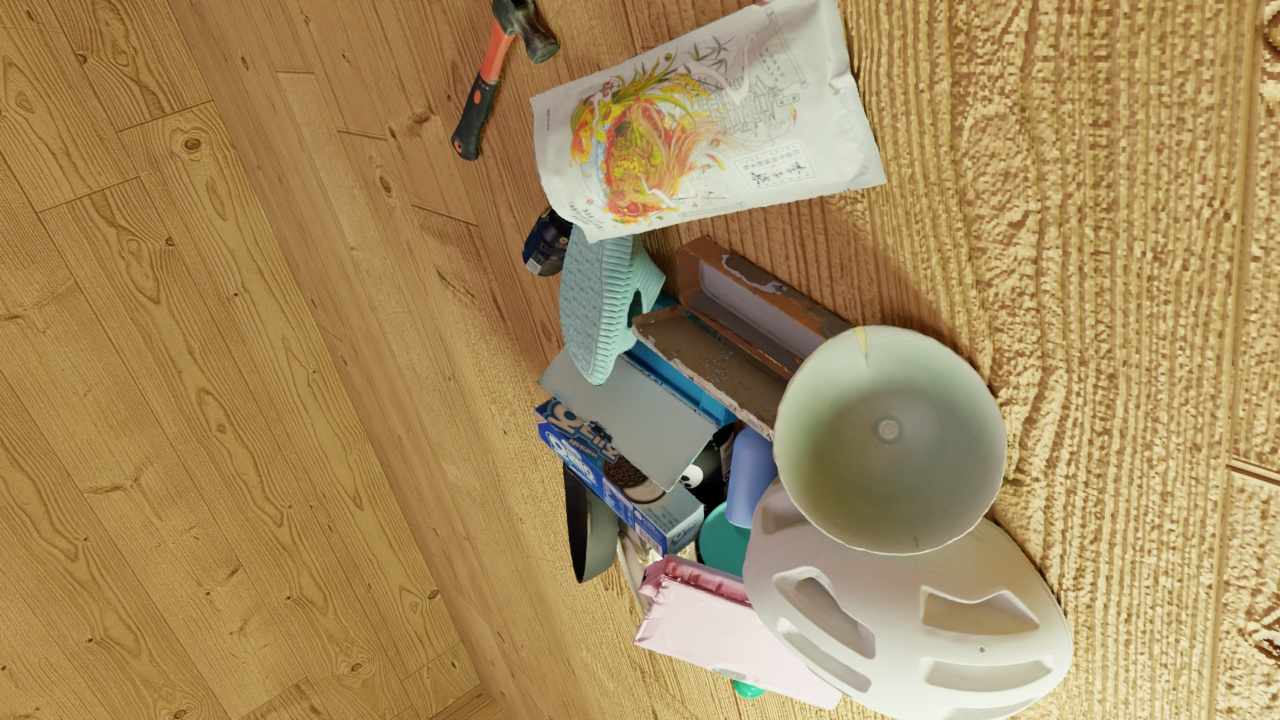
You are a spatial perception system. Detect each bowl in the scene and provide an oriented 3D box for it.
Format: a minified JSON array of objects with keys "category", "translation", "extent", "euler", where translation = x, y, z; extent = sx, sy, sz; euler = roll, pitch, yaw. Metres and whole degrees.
[{"category":"bowl","translation":[0.123,0.183,0.977],"extent":[0.046,0.121,0.121],"euler":[-77,-30,-66]},{"category":"bowl","translation":[0.194,0.058,0.714],"extent":[0.174,0.067,0.174],"euler":[2,97,21]}]

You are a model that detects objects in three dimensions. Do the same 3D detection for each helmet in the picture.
[{"category":"helmet","translation":[0.221,0.203,0.794],"extent":[0.282,0.183,0.225],"euler":[28,149,15]}]

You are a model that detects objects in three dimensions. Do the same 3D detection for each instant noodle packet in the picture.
[{"category":"instant noodle packet","translation":[0.038,-0.171,0.696],"extent":[0.270,0.057,0.147],"euler":[-8,116,37]}]

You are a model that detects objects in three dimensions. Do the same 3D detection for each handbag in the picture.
[{"category":"handbag","translation":[0.028,0.261,1.138],"extent":[0.197,0.101,0.195],"euler":[-108,8,-52]}]

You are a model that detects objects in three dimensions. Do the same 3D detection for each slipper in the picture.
[{"category":"slipper","translation":[-0.028,-0.109,0.934],"extent":[0.116,0.069,0.277],"euler":[37,127,47]}]

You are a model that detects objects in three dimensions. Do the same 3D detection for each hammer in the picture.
[{"category":"hammer","translation":[-0.178,-0.318,1.051],"extent":[0.133,0.033,0.334],"euler":[57,155,3]}]

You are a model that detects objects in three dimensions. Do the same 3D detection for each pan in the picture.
[{"category":"pan","translation":[-0.065,0.105,1.170],"extent":[0.249,0.043,0.356],"euler":[-144,53,-76]}]

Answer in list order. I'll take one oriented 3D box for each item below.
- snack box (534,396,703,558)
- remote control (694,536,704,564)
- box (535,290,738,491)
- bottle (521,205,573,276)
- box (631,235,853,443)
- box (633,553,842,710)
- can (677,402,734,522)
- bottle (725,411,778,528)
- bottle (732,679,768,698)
[{"category":"snack box","translation":[-0.027,0.120,1.005],"extent":[0.226,0.059,0.059],"euler":[39,151,32]},{"category":"remote control","translation":[0.106,0.234,1.030],"extent":[0.140,0.021,0.045],"euler":[37,-146,-40]},{"category":"box","translation":[0.004,0.007,0.982],"extent":[0.243,0.063,0.174],"euler":[37,109,40]},{"category":"bottle","translation":[-0.093,-0.146,1.044],"extent":[0.056,0.056,0.161],"euler":[59,154,3]},{"category":"box","translation":[0.097,-0.026,0.808],"extent":[0.216,0.094,0.108],"euler":[39,122,38]},{"category":"box","translation":[0.109,0.284,0.941],"extent":[0.232,0.098,0.100],"euler":[21,155,-10]},{"category":"can","translation":[0.065,0.121,1.007],"extent":[0.080,0.080,0.146],"euler":[35,145,42]},{"category":"bottle","translation":[0.114,0.096,0.899],"extent":[0.048,0.048,0.131],"euler":[20,107,54]},{"category":"bottle","translation":[0.154,0.364,1.113],"extent":[0.068,0.068,0.210],"euler":[49,152,22]}]
